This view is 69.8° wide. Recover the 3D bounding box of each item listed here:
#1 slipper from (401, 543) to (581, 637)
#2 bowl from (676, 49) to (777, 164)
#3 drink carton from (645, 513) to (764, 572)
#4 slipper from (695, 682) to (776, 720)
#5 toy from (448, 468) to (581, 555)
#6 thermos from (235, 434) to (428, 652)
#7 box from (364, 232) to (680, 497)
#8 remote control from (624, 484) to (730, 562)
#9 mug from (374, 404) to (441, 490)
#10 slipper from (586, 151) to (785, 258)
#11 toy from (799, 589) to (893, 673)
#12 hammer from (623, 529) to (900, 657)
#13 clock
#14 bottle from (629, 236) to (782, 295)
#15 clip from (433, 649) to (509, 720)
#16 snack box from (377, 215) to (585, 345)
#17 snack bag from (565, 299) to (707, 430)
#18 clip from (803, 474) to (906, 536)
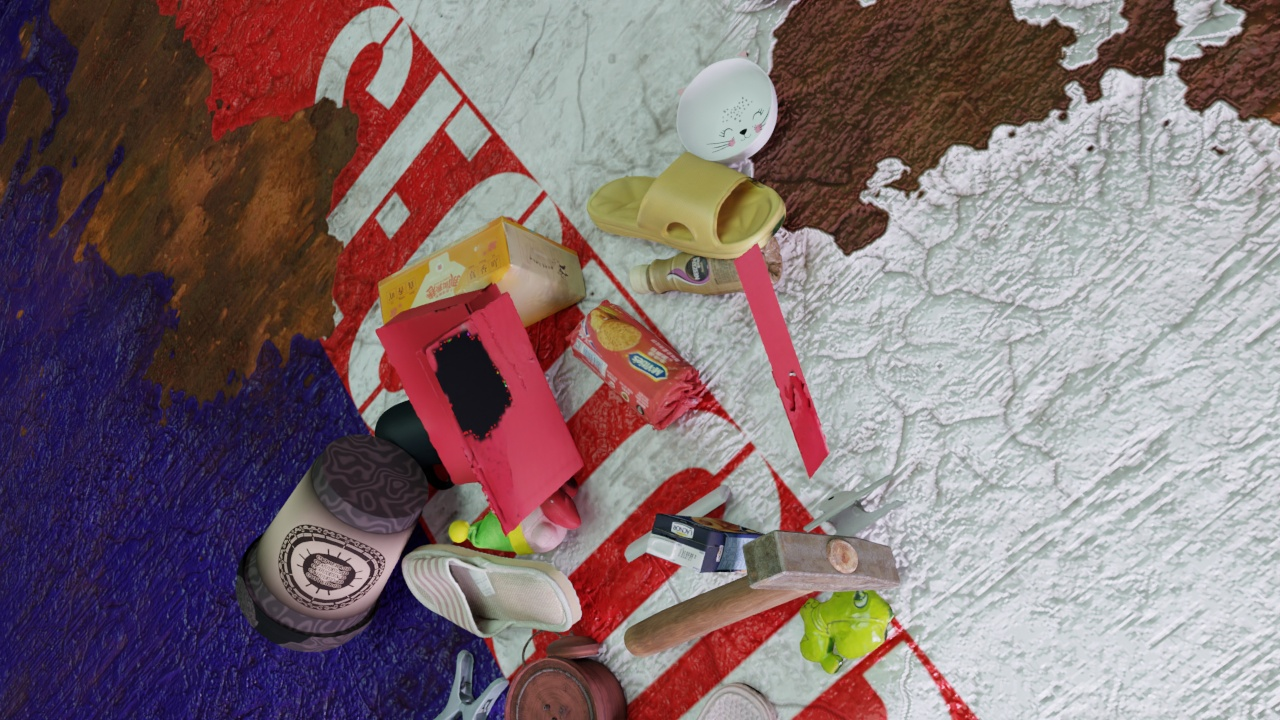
[{"bbox_3d":[-0.179,0.258,1.019,0.264,0.052,0.115,-4,114,38],"label":"slipper"},{"bbox_3d":[0.100,-0.262,0.994,0.115,0.050,0.114,-7,76,31],"label":"bowl"},{"bbox_3d":[0.066,0.175,0.876,0.064,0.130,0.040,12,86,33],"label":"drink carton"},{"bbox_3d":[0.049,0.421,0.874,0.094,0.064,0.239,30,95,33],"label":"slipper"},{"bbox_3d":[-0.135,0.169,1.016,0.131,0.097,0.124,-40,26,12],"label":"toy"},{"bbox_3d":[-0.358,0.211,1.086,0.172,0.172,0.227,52,121,29],"label":"thermos"},{"bbox_3d":[-0.128,-0.024,1.086,0.198,0.350,0.217,-11,114,29],"label":"box"},{"bbox_3d":[0.037,0.169,0.952,0.131,0.033,0.012,-36,93,21],"label":"remote control"},{"bbox_3d":[-0.261,0.104,1.132,0.095,0.085,0.121,-17,100,29],"label":"mug"},{"bbox_3d":[0.038,-0.175,0.970,0.264,0.078,0.099,15,52,43],"label":"slipper"},{"bbox_3d":[0.186,0.241,0.845,0.094,0.036,0.094,-5,76,39],"label":"toy"},{"bbox_3d":[0.085,0.226,0.851,0.302,0.157,0.037,-38,51,43],"label":"hammer"},{"bbox_3d":[-0.081,0.356,0.963,0.121,0.072,0.157,-44,62,17],"label":"clock"},{"bbox_3d":[0.065,-0.096,0.976,0.166,0.059,0.059,-7,76,31],"label":"bottle"},{"bbox_3d":[-0.194,0.429,1.047,0.112,0.028,0.163,20,91,32],"label":"clip"},{"bbox_3d":[-0.185,-0.077,1.076,0.196,0.145,0.080,-22,68,26],"label":"snack box"},{"bbox_3d":[-0.006,0.006,0.992,0.176,0.082,0.082,41,102,32],"label":"snack bag"},{"bbox_3d":[0.189,0.135,0.849,0.102,0.056,0.056,-28,48,-12],"label":"clip"}]
